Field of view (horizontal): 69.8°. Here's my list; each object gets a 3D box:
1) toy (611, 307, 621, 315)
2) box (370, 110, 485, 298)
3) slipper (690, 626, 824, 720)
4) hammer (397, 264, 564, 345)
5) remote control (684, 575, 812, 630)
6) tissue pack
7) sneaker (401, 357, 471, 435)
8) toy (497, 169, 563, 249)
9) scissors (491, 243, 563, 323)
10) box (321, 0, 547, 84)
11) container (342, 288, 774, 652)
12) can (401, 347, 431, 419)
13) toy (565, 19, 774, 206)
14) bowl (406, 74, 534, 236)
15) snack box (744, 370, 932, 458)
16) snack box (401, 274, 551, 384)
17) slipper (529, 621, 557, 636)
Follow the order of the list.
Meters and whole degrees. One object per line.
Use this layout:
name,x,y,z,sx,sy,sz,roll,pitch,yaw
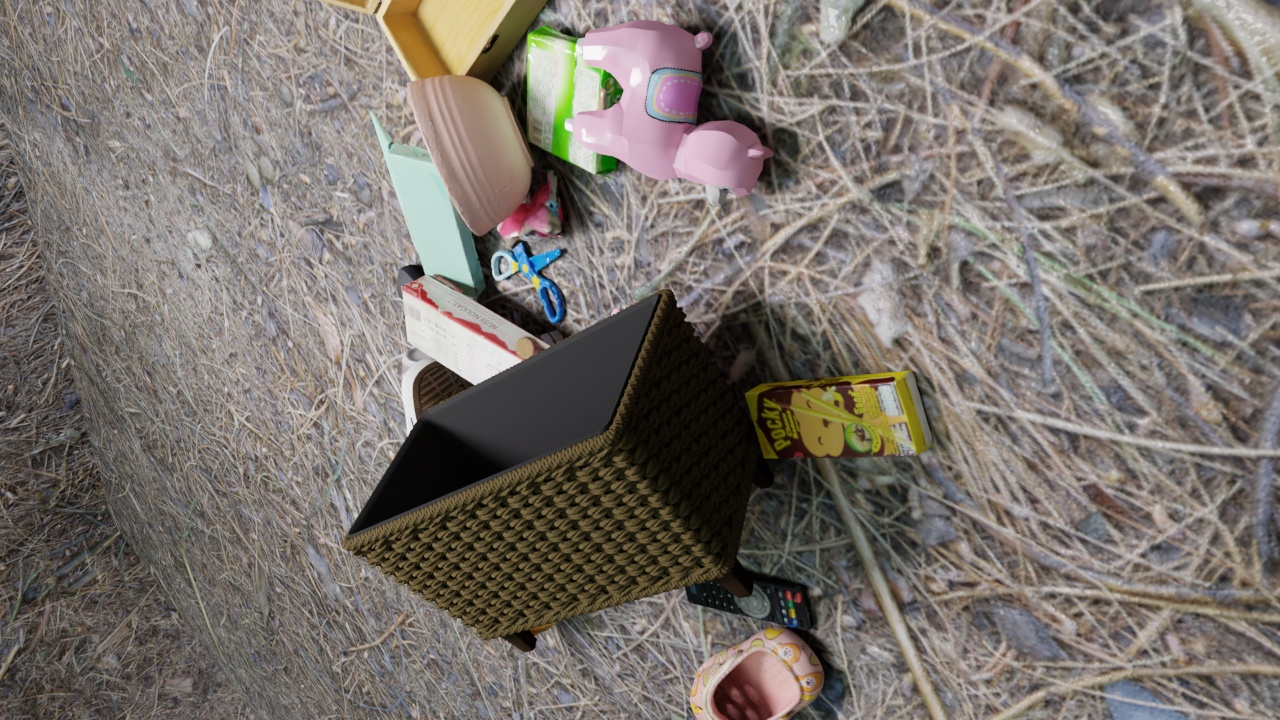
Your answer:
toy,-0.005,0.005,0.863,0.109,0.041,0.096,57,142,17
box,-0.232,-0.159,0.973,0.138,0.055,0.187,30,148,28
slipper,0.101,0.329,0.891,0.093,0.081,0.198,51,139,12
hammer,-0.177,-0.018,1.036,0.312,0.035,0.140,34,129,31
remote control,0.101,0.224,0.882,0.141,0.021,0.045,2,114,41
tissue pack,-0.057,-0.223,0.795,0.099,0.034,0.114,33,132,30
sneaker,-0.259,0.105,1.147,0.097,0.091,0.246,18,128,36
toy,-0.098,-0.137,0.883,0.103,0.050,0.065,-8,68,52
scissors,-0.116,-0.095,0.947,0.127,0.013,0.125,-14,101,47
box,-0.200,-0.367,0.805,0.252,0.118,0.248,30,144,-22
container,-0.056,0.119,0.797,0.322,0.176,0.205,-25,118,34
can,-0.279,0.037,1.167,0.044,0.043,0.107,31,131,33
toy,0.025,-0.188,0.695,0.158,0.067,0.123,16,105,19
bowl,-0.144,-0.196,0.836,0.153,0.076,0.153,-20,-92,-87
snack box,0.152,0.045,0.724,0.149,0.025,0.061,-8,104,48
snack box,-0.144,-0.003,0.947,0.273,0.044,0.077,29,133,31
slipper,-0.135,0.296,1.111,0.264,0.099,0.078,-24,83,46
